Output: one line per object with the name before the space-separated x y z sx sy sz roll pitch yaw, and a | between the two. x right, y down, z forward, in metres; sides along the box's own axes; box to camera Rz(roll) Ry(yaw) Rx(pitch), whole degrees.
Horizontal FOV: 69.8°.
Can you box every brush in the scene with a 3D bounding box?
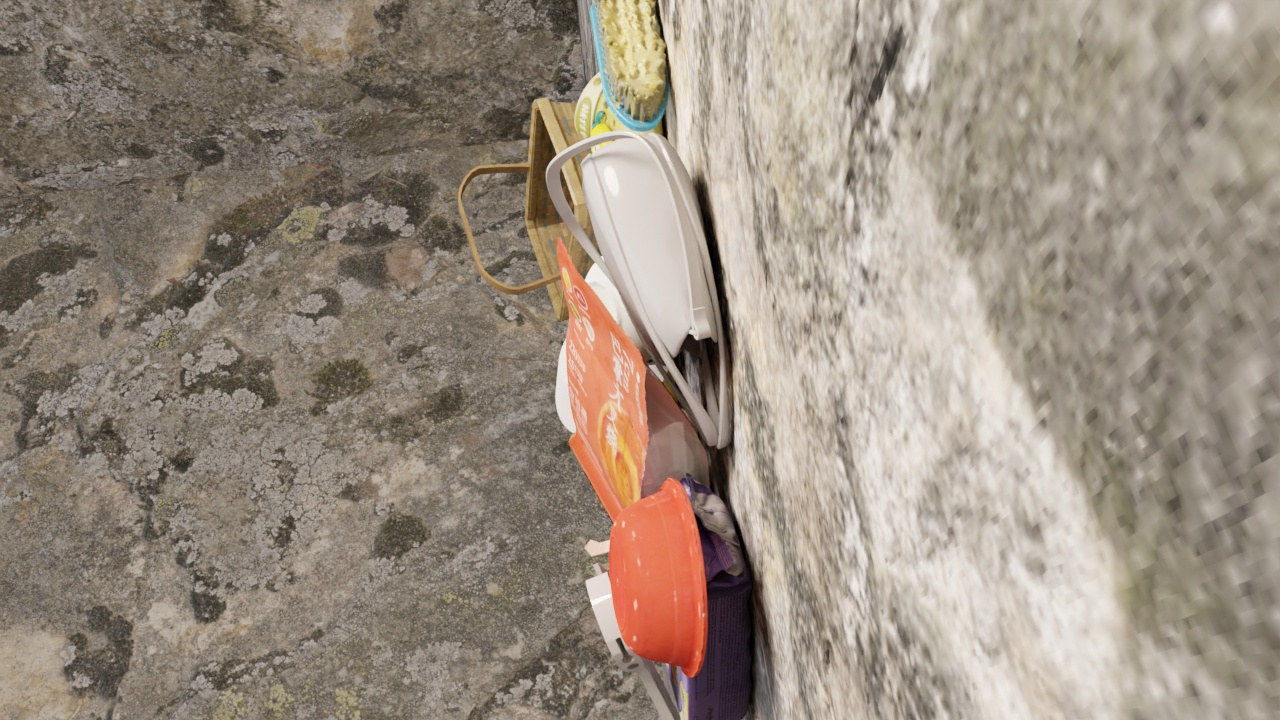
brush | -0.008 -0.244 0.768 0.075 0.055 0.135 100 163 -64

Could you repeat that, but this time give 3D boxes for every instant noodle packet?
instant noodle packet | -0.018 0.028 0.718 0.164 0.084 0.221 56 166 44

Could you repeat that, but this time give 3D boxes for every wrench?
wrench | 0.017 0.270 0.722 0.086 0.018 0.273 -111 -2 -67

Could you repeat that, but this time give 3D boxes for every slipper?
slipper | -0.022 -0.238 0.868 0.092 0.081 0.190 93 173 -59

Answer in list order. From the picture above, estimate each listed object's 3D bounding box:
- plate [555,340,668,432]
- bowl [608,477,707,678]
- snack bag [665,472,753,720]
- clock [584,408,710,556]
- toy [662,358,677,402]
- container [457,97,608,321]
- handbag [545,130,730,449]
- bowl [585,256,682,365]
plate | -0.041 -0.007 0.965 0.036 0.174 0.173 34 -147 -38
bowl | 0.006 0.145 0.610 0.130 0.045 0.130 176 91 -79
snack bag | 0.051 0.191 0.695 0.096 0.058 0.206 -108 14 -54
clock | 0.011 0.134 0.870 0.130 0.086 0.161 -100 26 -47
toy | -0.006 0.006 1.022 0.134 0.092 0.207 119 155 -60
container | -0.097 -0.156 1.000 0.250 0.186 0.157 111 142 -65
handbag | 0.014 -0.040 0.651 0.216 0.095 0.222 107 144 -86
bowl | -0.013 -0.047 0.819 0.113 0.063 0.113 24 121 48
